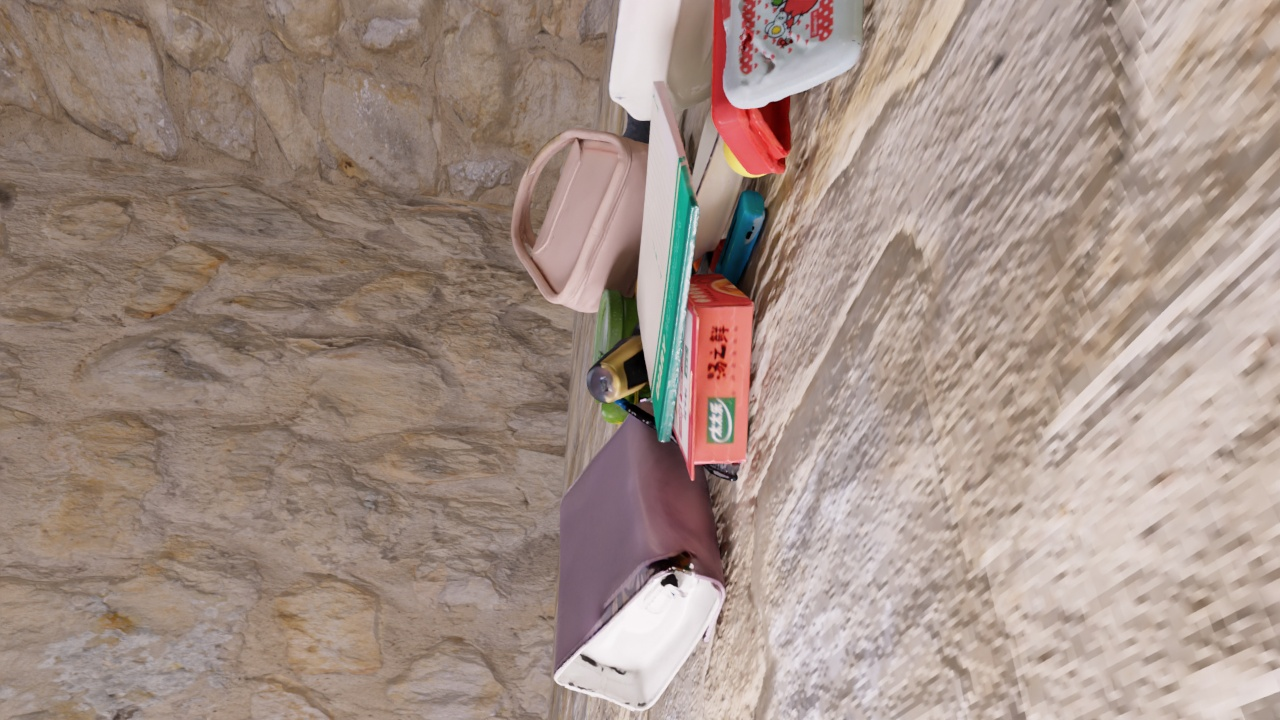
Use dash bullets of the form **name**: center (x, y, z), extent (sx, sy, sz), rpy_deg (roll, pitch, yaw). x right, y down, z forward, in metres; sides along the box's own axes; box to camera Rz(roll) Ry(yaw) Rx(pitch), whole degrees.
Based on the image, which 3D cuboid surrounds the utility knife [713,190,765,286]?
- **utility knife**: center (0.063, -0.057, 0.720), extent (0.210, 0.018, 0.034), rpy_deg (106, 168, -57)

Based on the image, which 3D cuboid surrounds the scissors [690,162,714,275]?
- **scissors**: center (0.041, -0.089, 0.893), extent (0.221, 0.021, 0.230), rpy_deg (-145, 63, -81)

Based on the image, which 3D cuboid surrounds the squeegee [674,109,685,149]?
- **squeegee**: center (0.049, -0.250, 0.844), extent (0.245, 0.039, 0.247), rpy_deg (-83, 8, -48)

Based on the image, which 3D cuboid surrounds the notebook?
- **notebook**: center (0.017, -0.065, 0.648), extent (0.150, 0.012, 0.210), rpy_deg (-99, 10, -45)

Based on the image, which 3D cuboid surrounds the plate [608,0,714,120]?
- **plate**: center (0.053, -0.290, 0.662), extent (0.161, 0.034, 0.266), rpy_deg (-34, -29, -39)

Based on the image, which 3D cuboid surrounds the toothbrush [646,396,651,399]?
- **toothbrush**: center (0.015, 0.072, 0.967), extent (0.027, 0.026, 0.212), rpy_deg (57, -143, -83)

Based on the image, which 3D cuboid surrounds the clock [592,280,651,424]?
- **clock**: center (-0.014, 0.001, 0.927), extent (0.116, 0.056, 0.161), rpy_deg (106, 165, -53)

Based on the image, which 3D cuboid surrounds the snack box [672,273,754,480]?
- **snack box**: center (0.048, 0.007, 0.639), extent (0.127, 0.044, 0.113), rpy_deg (-111, 21, -72)

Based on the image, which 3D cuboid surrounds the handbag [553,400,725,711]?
- **handbag**: center (0.002, 0.146, 0.721), extent (0.145, 0.098, 0.196), rpy_deg (-60, 18, 26)

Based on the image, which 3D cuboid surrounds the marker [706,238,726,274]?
- **marker**: center (0.056, -0.048, 0.778), extent (0.145, 0.017, 0.017), rpy_deg (105, 168, -53)

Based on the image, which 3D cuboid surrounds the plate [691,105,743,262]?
- **plate**: center (0.056, -0.140, 0.692), extent (0.164, 0.034, 0.164), rpy_deg (118, 168, -78)

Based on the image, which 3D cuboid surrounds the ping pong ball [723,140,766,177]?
- **ping pong ball**: center (0.074, -0.141, 0.602), extent (0.040, 0.040, 0.040), rpy_deg (-176, 92, -83)

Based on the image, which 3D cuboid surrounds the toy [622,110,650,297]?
- **toy**: center (-0.006, -0.168, 1.069), extent (0.138, 0.091, 0.356), rpy_deg (170, 102, -66)

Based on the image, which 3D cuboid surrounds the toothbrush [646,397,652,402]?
- **toothbrush**: center (0.013, 0.053, 0.845), extent (0.225, 0.027, 0.026), rpy_deg (99, 169, -71)

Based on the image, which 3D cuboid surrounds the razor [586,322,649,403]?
- **razor**: center (-0.005, 0.004, 0.766), extent (0.167, 0.068, 0.062), rpy_deg (-31, -68, -73)

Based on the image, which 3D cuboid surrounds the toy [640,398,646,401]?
- **toy**: center (0.003, 0.010, 1.067), extent (0.107, 0.039, 0.084), rpy_deg (-95, 21, -60)

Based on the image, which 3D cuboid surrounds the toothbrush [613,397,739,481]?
- **toothbrush**: center (0.017, 0.050, 0.711), extent (0.189, 0.014, 0.016), rpy_deg (30, 116, 53)

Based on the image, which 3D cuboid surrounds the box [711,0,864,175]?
- **box**: center (0.092, -0.222, 0.537), extent (0.112, 0.100, 0.201), rpy_deg (35, -127, -57)

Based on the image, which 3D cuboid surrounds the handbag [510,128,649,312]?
- **handbag**: center (-0.076, -0.174, 1.037), extent (0.234, 0.093, 0.193), rpy_deg (36, 108, 45)
